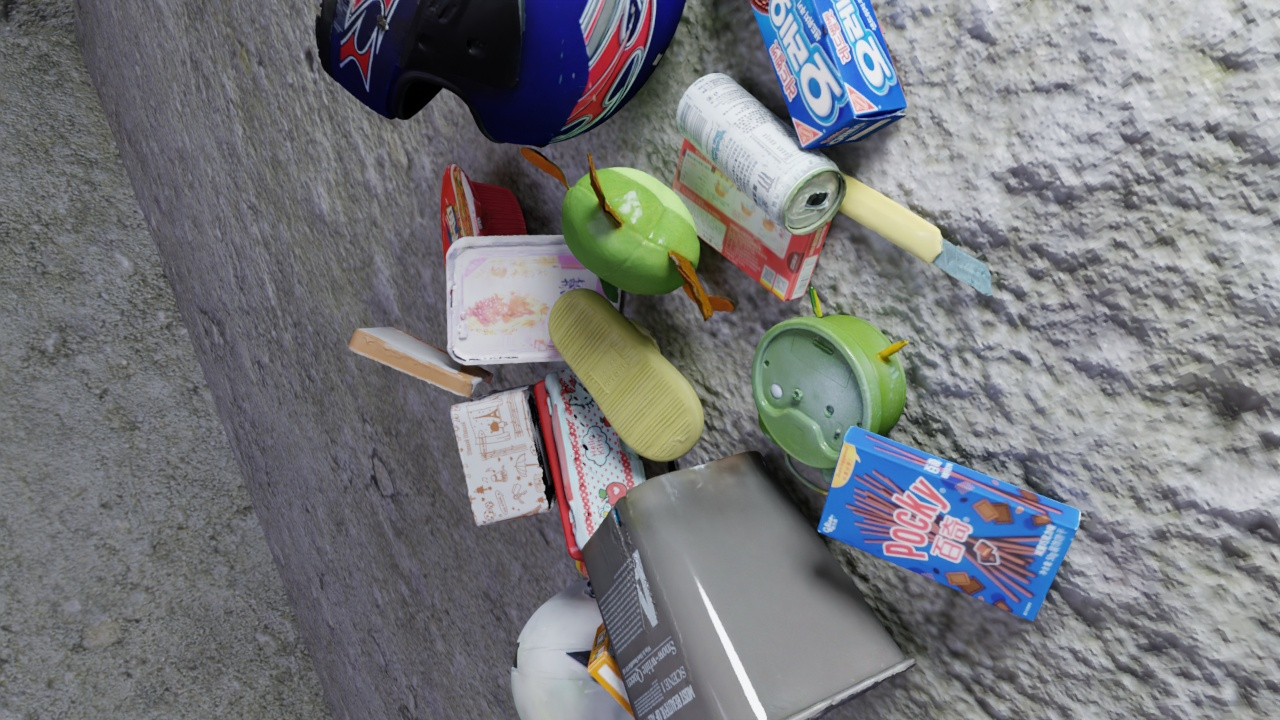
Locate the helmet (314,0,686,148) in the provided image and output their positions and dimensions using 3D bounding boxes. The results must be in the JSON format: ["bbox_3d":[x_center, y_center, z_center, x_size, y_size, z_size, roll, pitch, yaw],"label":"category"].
[{"bbox_3d":[-0.095,-0.289,0.723,0.240,0.246,0.317,34,134,-8],"label":"helmet"}]

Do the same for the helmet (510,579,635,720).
[{"bbox_3d":[-0.059,0.374,1.049,0.259,0.145,0.229,-7,99,54],"label":"helmet"}]

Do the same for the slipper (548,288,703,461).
[{"bbox_3d":[-0.005,0.005,0.878,0.190,0.081,0.092,49,124,6],"label":"slipper"}]

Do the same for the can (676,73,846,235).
[{"bbox_3d":[0.087,-0.156,0.684,0.146,0.058,0.058,52,140,36],"label":"can"}]

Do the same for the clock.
[{"bbox_3d":[0.143,0.034,0.708,0.116,0.056,0.161,38,132,39],"label":"clock"}]

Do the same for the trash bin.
[{"bbox_3d":[0.070,0.216,0.779,0.219,0.198,0.200,62,144,24],"label":"trash bin"}]

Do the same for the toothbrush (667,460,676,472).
[{"bbox_3d":[0.040,0.140,0.929,0.016,0.014,0.189,-14,94,56],"label":"toothbrush"}]

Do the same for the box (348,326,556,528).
[{"bbox_3d":[-0.179,0.051,0.980,0.272,0.130,0.179,50,180,-3],"label":"box"}]

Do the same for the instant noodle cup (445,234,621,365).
[{"bbox_3d":[-0.110,-0.070,0.923,0.060,0.173,0.138,-119,30,-55],"label":"instant noodle cup"}]

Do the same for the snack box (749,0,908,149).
[{"bbox_3d":[0.113,-0.251,0.623,0.058,0.057,0.207,-22,88,57],"label":"snack box"}]

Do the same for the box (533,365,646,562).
[{"bbox_3d":[-0.041,0.102,0.953,0.102,0.095,0.201,-19,69,14],"label":"box"}]

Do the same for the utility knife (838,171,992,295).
[{"bbox_3d":[0.169,-0.100,0.645,0.195,0.020,0.031,47,139,41],"label":"utility knife"}]

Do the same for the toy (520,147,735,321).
[{"bbox_3d":[-0.009,-0.105,0.769,0.227,0.090,0.247,41,178,-13],"label":"toy"}]

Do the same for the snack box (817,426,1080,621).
[{"bbox_3d":[0.207,0.111,0.632,0.157,0.026,0.085,20,124,21],"label":"snack box"}]

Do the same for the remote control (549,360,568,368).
[{"bbox_3d":[-0.095,-0.058,1.016,0.056,0.019,0.135,-7,99,54],"label":"remote control"}]

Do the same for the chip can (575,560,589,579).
[{"bbox_3d":[0.021,0.262,0.956,0.216,0.073,0.073,41,134,37],"label":"chip can"}]

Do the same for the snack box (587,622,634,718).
[{"bbox_3d":[-0.013,0.295,0.885,0.075,0.026,0.154,46,179,2],"label":"snack box"}]

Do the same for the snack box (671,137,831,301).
[{"bbox_3d":[0.084,-0.119,0.746,0.153,0.025,0.075,43,135,34],"label":"snack box"}]

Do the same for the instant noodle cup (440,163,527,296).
[{"bbox_3d":[-0.172,-0.124,1.027,0.194,0.065,0.194,171,90,-68],"label":"instant noodle cup"}]
